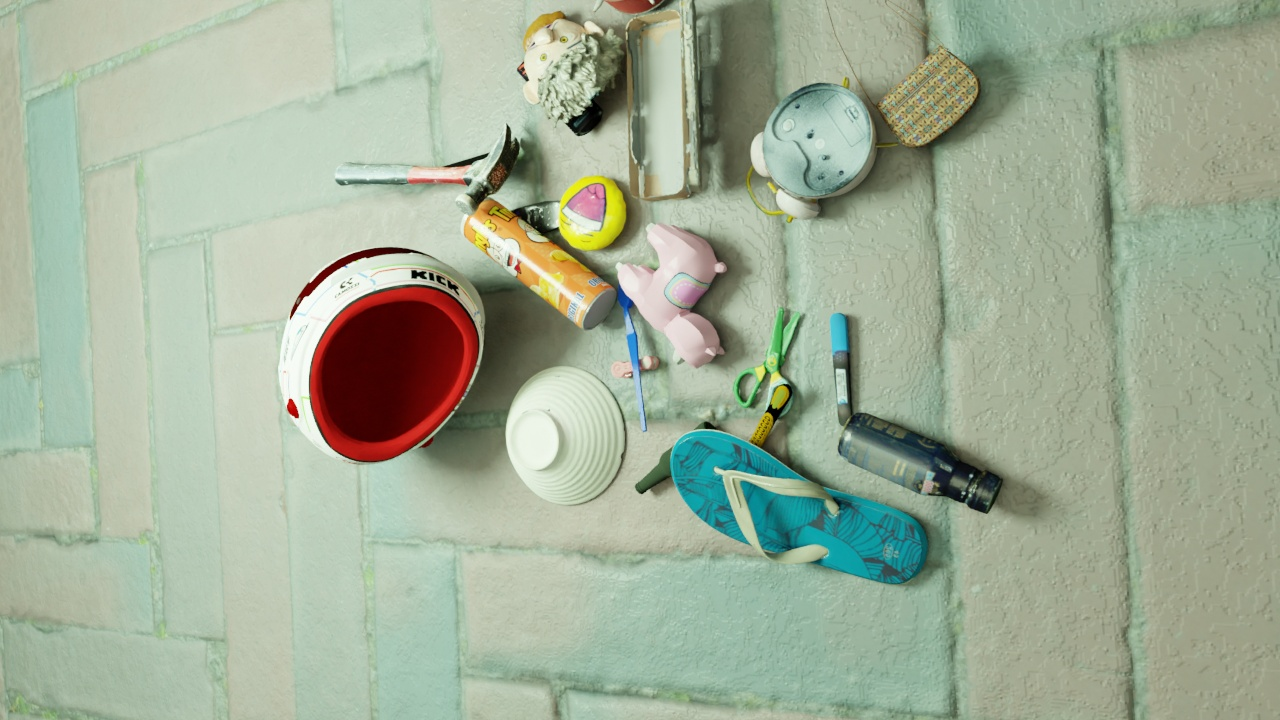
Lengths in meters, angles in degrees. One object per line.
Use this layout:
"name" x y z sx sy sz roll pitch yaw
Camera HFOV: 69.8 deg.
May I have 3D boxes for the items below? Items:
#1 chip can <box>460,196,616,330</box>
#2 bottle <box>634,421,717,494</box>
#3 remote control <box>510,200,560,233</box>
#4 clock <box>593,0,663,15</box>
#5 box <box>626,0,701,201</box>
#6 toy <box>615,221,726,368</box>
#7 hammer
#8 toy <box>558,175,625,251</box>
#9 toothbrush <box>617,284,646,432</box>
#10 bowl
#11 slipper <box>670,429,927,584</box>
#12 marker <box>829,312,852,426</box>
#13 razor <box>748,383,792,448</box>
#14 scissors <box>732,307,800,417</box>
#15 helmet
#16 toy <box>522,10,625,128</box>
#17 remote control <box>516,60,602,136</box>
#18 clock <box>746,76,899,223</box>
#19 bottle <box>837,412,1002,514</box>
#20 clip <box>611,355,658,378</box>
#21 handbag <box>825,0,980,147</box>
"chip can" -0.128 -0.122 1.137 0.210 0.062 0.062 38 108 18
"bottle" 0.041 0.118 1.077 0.123 0.033 0.033 -41 73 24
"remote control" -0.151 -0.179 1.186 0.125 0.010 0.039 -7 88 28
"clock" -0.008 -0.485 1.071 0.110 0.061 0.157 5 93 29
"box" 0.027 -0.296 1.039 0.121 0.094 0.217 -2 90 32
"toy" 0.048 -0.074 1.051 0.157 0.067 0.123 47 110 15
"hammer" -0.297 -0.255 1.228 0.327 0.036 0.140 9 56 37
"toy" -0.059 -0.179 1.119 0.095 0.041 0.094 32 102 27
"toothbrush" -0.007 -0.005 1.088 0.017 0.011 0.186 -18 70 26
"bowl" -0.113 0.095 1.139 0.178 0.070 0.177 0 91 28
"slipper" 0.156 0.168 0.987 0.295 0.060 0.118 19 113 21
"marker" 0.217 0.010 0.989 0.018 0.015 0.123 -3 93 32
"razor" 0.133 0.086 1.026 0.044 0.021 0.144 37 118 23
"scissors" 0.157 0.004 1.022 0.078 0.013 0.132 33 107 22
"helmet" -0.326 -0.024 1.160 0.315 0.230 0.235 -59 31 23
"toy" -0.094 -0.366 1.104 0.133 0.076 0.176 -38 57 3
"remote control" -0.101 -0.338 1.149 0.045 0.021 0.140 -44 67 10
"clock" 0.181 -0.217 0.978 0.158 0.058 0.116 -38 73 24
"bottle" 0.282 0.105 0.932 0.161 0.056 0.056 23 102 26
"clip" -0.010 0.006 1.099 0.059 0.039 0.022 -16 77 24
"handbag" 0.250 -0.308 0.925 0.094 0.043 0.196 -42 89 24
